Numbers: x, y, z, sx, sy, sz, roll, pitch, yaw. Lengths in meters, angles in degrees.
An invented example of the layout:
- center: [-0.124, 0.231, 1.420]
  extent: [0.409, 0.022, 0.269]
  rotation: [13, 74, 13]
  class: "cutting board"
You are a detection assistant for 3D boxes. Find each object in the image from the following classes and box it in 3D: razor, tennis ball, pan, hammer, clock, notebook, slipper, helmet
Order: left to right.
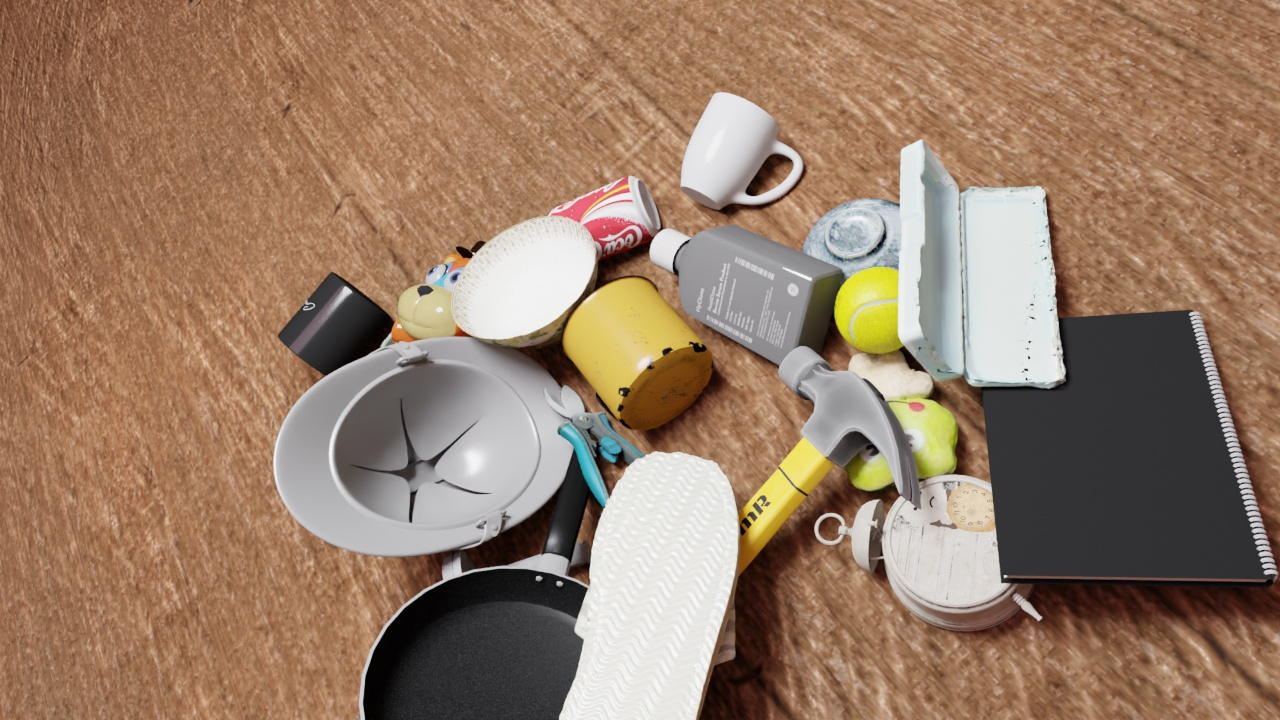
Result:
- center: [-0.191, 0.089, 0.795]
  extent: [0.118, 0.270, 0.183]
  rotation: [-41, 73, 47]
  class: "helmet"
- center: [-0.097, 0.175, 0.766]
  extent: [0.116, 0.088, 0.047]
  rotation: [-16, 61, -4]
  class: "razor"
- center: [-0.074, 0.188, 0.686]
  extent: [0.204, 0.044, 0.354]
  rotation: [14, 37, 0]
  class: "pan"
- center: [0.007, 0.182, 0.623]
  extent: [0.114, 0.054, 0.271]
  rotation: [0, 48, 15]
  class: "slipper"
- center: [0.070, 0.145, 0.681]
  extent: [0.325, 0.034, 0.170]
  rotation: [-51, 34, 8]
  class: "hammer"
- center: [0.181, -0.038, 0.700]
  extent: [0.065, 0.065, 0.065]
  rotation: [-11, 61, 21]
  class: "tennis ball"
- center: [0.198, 0.127, 0.640]
  extent: [0.157, 0.061, 0.103]
  rotation: [5, 67, 26]
  class: "clock"
- center: [0.310, 0.052, 0.611]
  extent: [0.149, 0.016, 0.206]
  rotation: [-3, 51, 17]
  class: "notebook"

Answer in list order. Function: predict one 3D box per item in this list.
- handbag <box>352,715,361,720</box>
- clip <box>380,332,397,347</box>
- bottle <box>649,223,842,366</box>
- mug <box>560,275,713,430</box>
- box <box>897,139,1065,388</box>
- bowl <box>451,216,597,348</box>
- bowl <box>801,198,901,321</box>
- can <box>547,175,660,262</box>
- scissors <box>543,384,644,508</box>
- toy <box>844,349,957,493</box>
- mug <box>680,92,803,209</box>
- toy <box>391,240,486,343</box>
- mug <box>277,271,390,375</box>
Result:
- center: [-0.154, 0.288, 0.680]
  extent: [0.074, 0.151, 0.175]
  rotation: [-23, 57, 14]
  class: "handbag"
- center: [-0.240, -0.032, 0.957]
  extent: [0.023, 0.042, 0.075]
  rotation: [23, 76, 35]
  class: "clip"
- center: [0.080, -0.067, 0.781]
  extent: [0.174, 0.046, 0.084]
  rotation: [31, 124, 35]
  class: "bottle"
- center: [-0.005, 0.005, 0.788]
  extent: [0.094, 0.100, 0.124]
  rotation: [50, 133, 33]
  class: "mug"
- center: [0.249, -0.075, 0.686]
  extent: [0.126, 0.074, 0.197]
  rotation: [7, 56, 7]
  class: "box"
- center: [-0.094, -0.059, 0.835]
  extent: [0.145, 0.063, 0.145]
  rotation: [-14, 50, 18]
  class: "bowl"
- center: [0.183, -0.091, 0.757]
  extent: [0.114, 0.061, 0.114]
  rotation: [-10, 62, 20]
  class: "bowl"
- center: [-0.039, -0.130, 0.883]
  extent: [0.105, 0.064, 0.064]
  rotation: [-21, 58, 16]
  class: "can"
- center: [-0.035, 0.076, 0.788]
  extent: [0.156, 0.019, 0.124]
  rotation: [20, 39, 7]
  class: "scissors"
- center: [0.189, 0.041, 0.698]
  extent: [0.092, 0.043, 0.117]
  rotation: [-17, 58, 22]
  class: "toy"
- center: [0.093, -0.181, 0.851]
  extent: [0.107, 0.071, 0.089]
  rotation: [29, 89, 6]
  class: "mug"
- center: [-0.189, -0.037, 0.902]
  extent: [0.112, 0.096, 0.175]
  rotation: [17, 63, 39]
  class: "toy"
- center: [-0.329, -0.041, 0.983]
  extent: [0.088, 0.078, 0.113]
  rotation: [-51, 29, -5]
  class: "mug"
